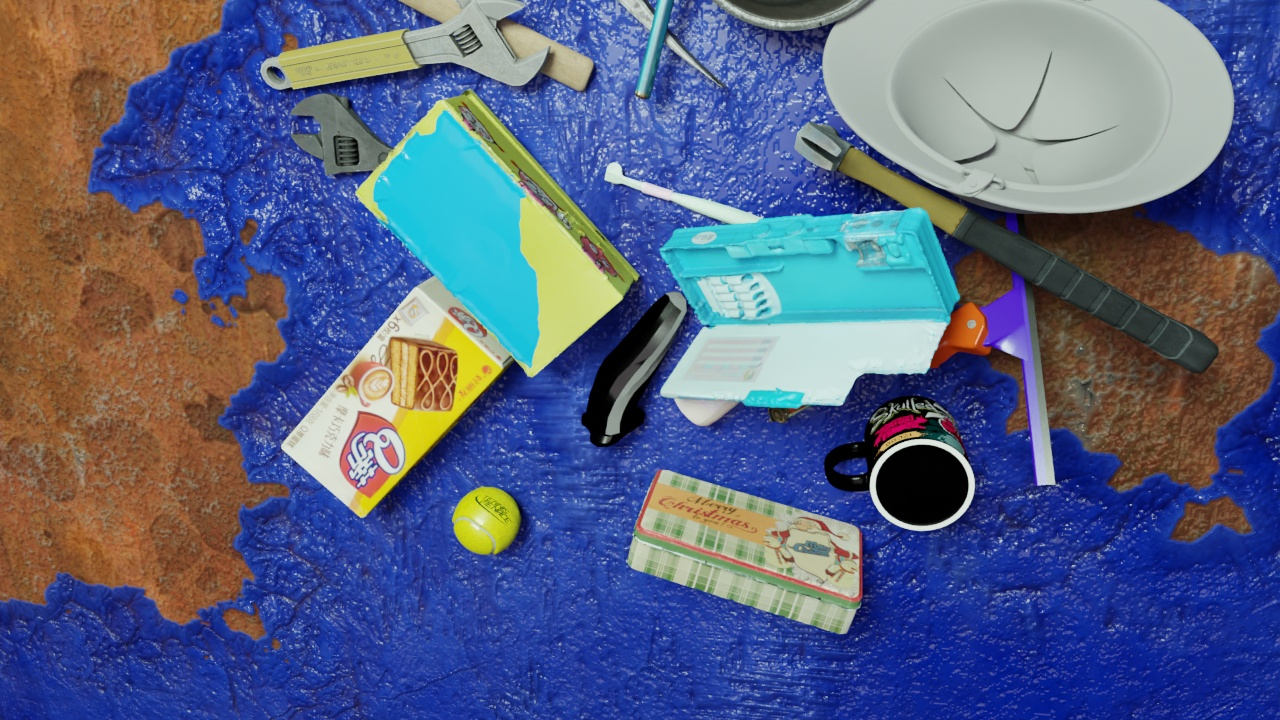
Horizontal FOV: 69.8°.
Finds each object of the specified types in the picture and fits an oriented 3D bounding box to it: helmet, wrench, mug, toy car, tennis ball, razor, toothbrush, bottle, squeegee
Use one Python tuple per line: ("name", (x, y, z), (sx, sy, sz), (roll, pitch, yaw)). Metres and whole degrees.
("helmet", (0.271, -0.180, 0.680), (0.271, 0.117, 0.183), (24, 82, 21))
("wrench", (-0.190, -0.165, 0.826), (0.273, 0.018, 0.073), (24, 112, 1))
("mug", (0.217, 0.087, 0.787), (0.118, 0.098, 0.082), (-7, 107, 13))
("toy car", (0.140, 0.016, 0.781), (0.047, 0.047, 0.112), (56, 152, 5))
("tennis ball", (-0.151, 0.158, 0.903), (0.065, 0.065, 0.065), (4, 109, 10))
("razor", (0.020, -0.273, 0.704), (0.042, 0.022, 0.144), (3, 118, -29))
("razor", (-0.005, 0.005, 0.831), (0.060, 0.057, 0.156), (12, 115, -27))
("wrench", (-0.207, -0.258, 0.777), (0.274, 0.018, 0.084), (-3, 131, 20))
("toothbrush", (0.043, -0.137, 0.789), (0.155, 0.015, 0.022), (20, 142, 3))
("bottle", (0.094, -0.002, 0.806), (0.051, 0.051, 0.146), (46, 110, -6))
("squeegee", (0.225, -0.015, 0.751), (0.185, 0.055, 0.249), (-15, 67, 42))

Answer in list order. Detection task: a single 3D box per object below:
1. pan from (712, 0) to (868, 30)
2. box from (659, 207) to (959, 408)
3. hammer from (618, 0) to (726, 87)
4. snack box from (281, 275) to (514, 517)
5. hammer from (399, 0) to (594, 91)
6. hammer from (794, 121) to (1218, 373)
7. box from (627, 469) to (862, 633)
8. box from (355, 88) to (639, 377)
("pan", (0.186, -0.364, 0.646), (0.357, 0.055, 0.187), (-22, 110, -1))
("box", (0.106, -0.035, 0.698), (0.227, 0.121, 0.098), (2, 139, 41))
("hammer", (0.081, -0.383, 0.685), (0.217, 0.037, 0.301), (44, 110, -6))
("snack box", (-0.229, 0.037, 0.879), (0.110, 0.061, 0.231), (43, 111, -6))
("hammer", (-0.193, -0.305, 0.754), (0.331, 0.030, 0.120), (26, 135, -4))
("hammer", (0.259, -0.089, 0.674), (0.333, 0.117, 0.025), (32, 112, 11))
("box", (0.097, 0.169, 0.831), (0.205, 0.117, 0.049), (16, 113, 7))
("box", (-0.120, -0.109, 0.788), (0.125, 0.080, 0.221), (-41, 98, 21))
